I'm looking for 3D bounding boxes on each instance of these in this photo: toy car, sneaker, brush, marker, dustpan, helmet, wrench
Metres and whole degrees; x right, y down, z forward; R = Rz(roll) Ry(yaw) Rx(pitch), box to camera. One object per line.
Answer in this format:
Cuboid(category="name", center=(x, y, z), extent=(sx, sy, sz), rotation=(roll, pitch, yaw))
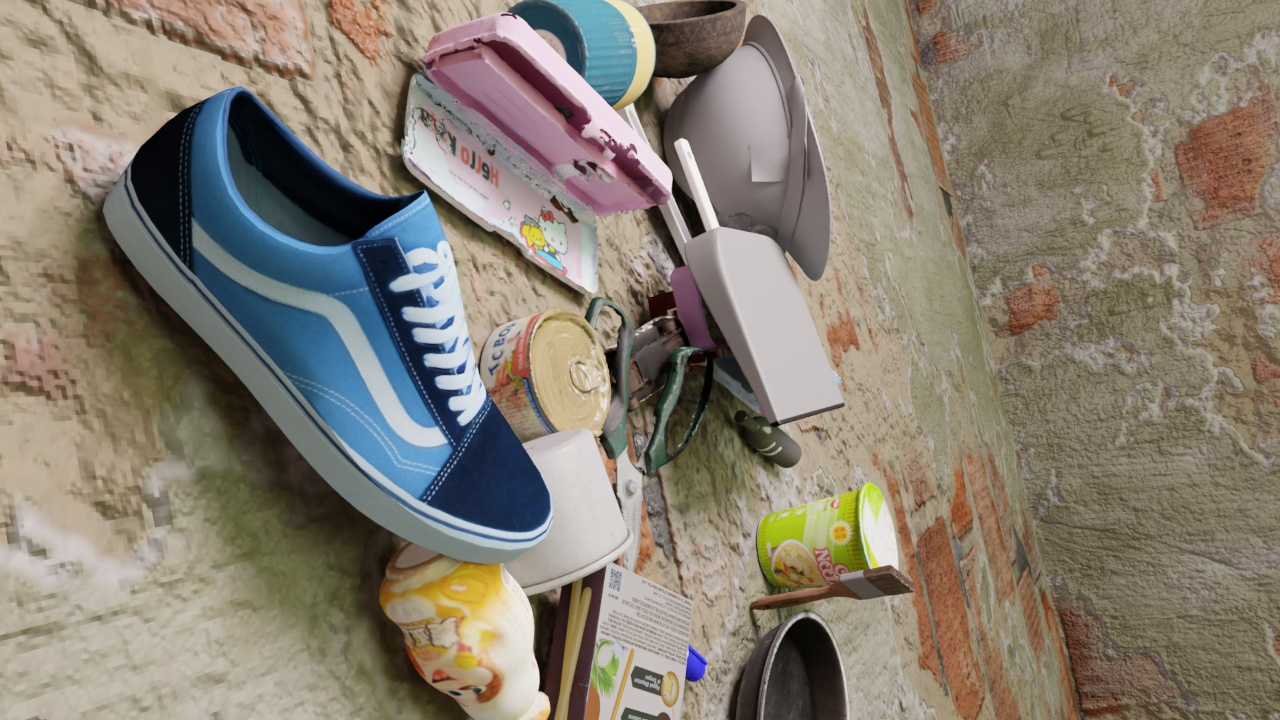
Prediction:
Cuboid(category="toy car", center=(-0.004, 0.004, 0.690), extent=(0.112, 0.041, 0.048), rotation=(-32, 107, -42))
Cuboid(category="sneaker", center=(-0.105, -0.009, 0.390), extent=(0.241, 0.098, 0.083), rotation=(49, 28, -19))
Cuboid(category="brush", center=(0.155, 0.196, 0.772), extent=(0.045, 0.143, 0.008), rotation=(38, 44, -36))
Cuboid(category="marker", center=(0.006, 0.186, 0.637), extent=(0.141, 0.020, 0.020), rotation=(51, 37, -38))
Cuboid(category="dustpan", center=(0.086, -0.071, 0.761), extent=(0.163, 0.033, 0.257), rotation=(-5, 74, -61))
Cuboid(category="helmet", center=(0.085, -0.191, 0.861), extent=(0.184, 0.117, 0.270), rotation=(91, -12, -67))
Cuboid(category="wrench", center=(0.009, -0.174, 0.805), extent=(0.086, 0.018, 0.273), rotation=(-85, 152, -55))

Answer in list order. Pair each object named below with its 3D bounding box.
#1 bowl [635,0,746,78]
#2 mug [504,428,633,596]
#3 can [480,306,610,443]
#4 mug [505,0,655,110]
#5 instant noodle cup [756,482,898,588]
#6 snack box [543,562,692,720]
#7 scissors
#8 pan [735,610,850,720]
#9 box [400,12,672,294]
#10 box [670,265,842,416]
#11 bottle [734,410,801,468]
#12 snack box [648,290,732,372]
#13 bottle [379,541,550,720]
Cuboid(category="bowl", center=(0.035, -0.282, 0.817), extent=(0.121, 0.121, 0.056), rotation=(-56, 145, -54))
Cuboid(category="mug", center=(-0.054, 0.082, 0.525), extent=(0.113, 0.084, 0.070), rotation=(-118, -171, -86))
Cuboid(category="can", center=(-0.058, 0.012, 0.577), extent=(0.086, 0.043, 0.086), rotation=(34, 49, -51))
Cuboid(category="mug", center=(-0.048, -0.205, 0.669), extent=(0.107, 0.083, 0.114), rotation=(-39, 139, -59))
Cuboid(category="instant noodle cup", center=(0.171, 0.171, 0.850), extent=(0.099, 0.108, 0.098), rotation=(35, 48, -50))
Cuboid(category="snack box", center=(-0.017, 0.224, 0.543), extent=(0.101, 0.032, 0.185), rotation=(38, 51, -46))
Cuboid(category="scissors", center=(0.010, 0.064, 0.659), extent=(0.146, 0.015, 0.209), rotation=(7, 81, -45))
Cuboid(category="pan", center=(0.118, 0.375, 0.721), extent=(0.187, 0.055, 0.355), rotation=(47, 47, -43))
Cuboid(category="box", center=(-0.063, -0.121, 0.601), extent=(0.201, 0.087, 0.102), rotation=(33, 62, -52))
Cuboid(category="box", center=(0.105, -0.020, 0.812), extent=(0.150, 0.049, 0.213), rotation=(58, 26, 11))
Cuboid(category="bottle", center=(0.120, 0.073, 0.887), extent=(0.113, 0.030, 0.030), rotation=(37, 46, -49))
Cuboid(category="snack box", center=(0.059, -0.020, 0.816), extent=(0.140, 0.032, 0.051), rotation=(18, 62, -58))
Cuboid(category="bottle", center=(-0.082, 0.137, 0.454), extent=(0.109, 0.063, 0.063), rotation=(67, 29, -15))
